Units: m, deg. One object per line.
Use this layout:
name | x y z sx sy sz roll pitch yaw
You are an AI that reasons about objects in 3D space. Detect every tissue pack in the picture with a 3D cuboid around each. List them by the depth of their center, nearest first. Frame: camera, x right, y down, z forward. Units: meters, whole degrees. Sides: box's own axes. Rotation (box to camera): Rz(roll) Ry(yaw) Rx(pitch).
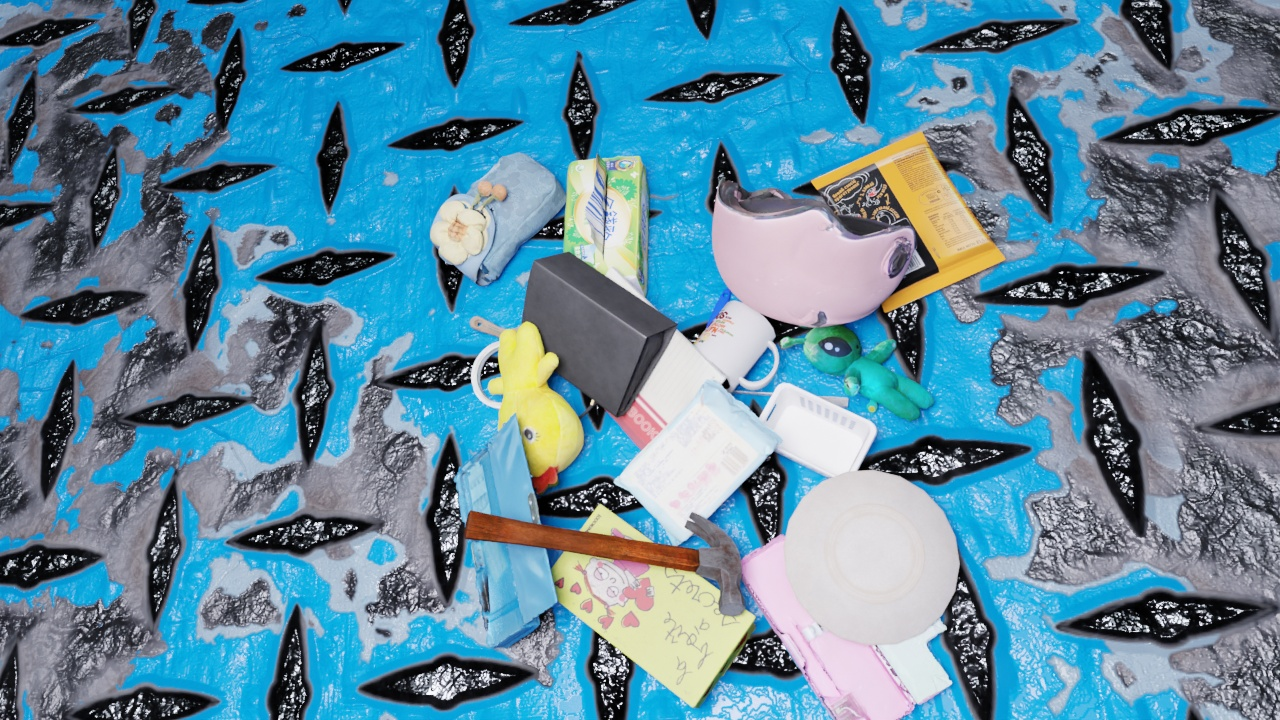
tissue pack | 0.063 0.119 1.068 0.112 0.069 0.182 43 107 2
tissue pack | -0.050 -0.188 1.213 0.120 0.141 0.197 -9 66 8

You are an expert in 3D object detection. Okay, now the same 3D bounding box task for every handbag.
handbag | -0.076 -0.003 1.142 0.176 0.072 0.196 35 120 20
handbag | -0.201 -0.204 1.265 0.192 0.118 0.122 -45 66 -3

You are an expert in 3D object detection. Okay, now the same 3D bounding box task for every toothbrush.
toothbrush | 0.166 0.047 1.141 0.182 0.010 0.010 3 71 13
toothbrush | 0.082 -0.015 1.184 0.016 0.018 0.182 17 69 18

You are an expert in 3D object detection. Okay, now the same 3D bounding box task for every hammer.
hammer | -0.037 0.198 0.980 0.300 0.028 0.110 11 41 -11

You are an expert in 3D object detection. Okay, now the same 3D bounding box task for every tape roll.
tape roll | -0.179 0.019 1.215 0.093 0.013 0.093 -3 76 13

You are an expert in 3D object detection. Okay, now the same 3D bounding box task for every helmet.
helmet | 0.204 -0.121 1.092 0.230 0.254 0.153 23 110 43

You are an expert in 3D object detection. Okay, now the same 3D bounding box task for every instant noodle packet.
instant noodle packet | 0.342 -0.184 1.190 0.160 0.032 0.220 -24 65 3

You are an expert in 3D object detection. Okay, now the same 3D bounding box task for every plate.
plate | 0.252 0.210 0.998 0.189 0.027 0.188 -1 73 4

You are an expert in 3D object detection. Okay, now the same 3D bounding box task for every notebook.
notebook | -0.007 0.007 1.144 0.209 0.012 0.153 45 116 21

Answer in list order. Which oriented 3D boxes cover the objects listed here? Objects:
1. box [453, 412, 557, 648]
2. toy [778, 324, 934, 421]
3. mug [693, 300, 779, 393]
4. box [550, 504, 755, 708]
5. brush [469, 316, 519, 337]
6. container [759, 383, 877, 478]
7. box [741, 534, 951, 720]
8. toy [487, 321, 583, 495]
box | -0.151 0.200 1.070 0.175 0.033 0.231 -42 54 43
toy | 0.259 0.010 1.109 0.193 0.073 0.130 37 40 20
mug | 0.122 -0.009 1.133 0.105 0.073 0.089 33 71 22
box | 0.011 0.278 1.038 0.221 0.081 0.124 35 77 24
brush | -0.167 -0.028 1.241 0.151 0.012 0.038 20 73 18
container | 0.207 0.091 1.091 0.129 0.049 0.080 26 75 20
box | 0.232 0.282 1.015 0.159 0.035 0.230 -31 64 -5
toy | -0.131 0.057 1.134 0.092 0.134 0.207 -18 90 -41
